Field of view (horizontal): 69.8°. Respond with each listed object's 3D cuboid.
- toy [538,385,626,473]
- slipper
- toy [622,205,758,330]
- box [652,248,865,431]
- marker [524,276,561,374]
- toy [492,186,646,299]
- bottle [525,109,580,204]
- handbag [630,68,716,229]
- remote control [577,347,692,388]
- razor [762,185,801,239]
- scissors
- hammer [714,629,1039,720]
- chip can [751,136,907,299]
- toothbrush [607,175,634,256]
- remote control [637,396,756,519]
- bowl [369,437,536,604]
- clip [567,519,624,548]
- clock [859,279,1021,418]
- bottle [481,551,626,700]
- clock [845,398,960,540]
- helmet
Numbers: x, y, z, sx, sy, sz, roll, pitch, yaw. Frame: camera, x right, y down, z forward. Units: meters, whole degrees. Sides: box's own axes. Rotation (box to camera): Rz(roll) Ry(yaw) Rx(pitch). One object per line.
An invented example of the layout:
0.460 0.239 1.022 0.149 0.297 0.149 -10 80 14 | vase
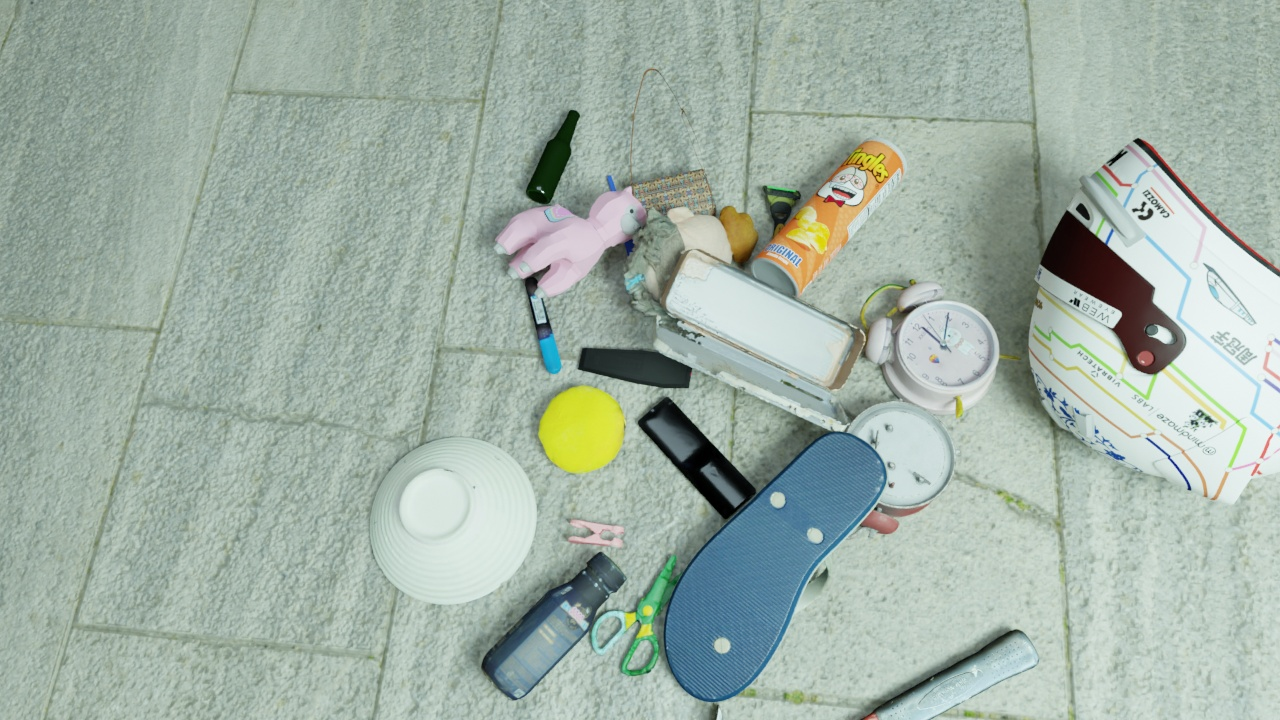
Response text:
-0.061 0.072 0.969 0.094 0.041 0.095 -5 70 7 | toy
0.128 0.195 0.898 0.118 0.060 0.295 39 88 18 | slipper
0.054 -0.116 1.004 0.175 0.133 0.076 -25 31 -25 | toy
0.123 -0.020 0.925 0.217 0.094 0.121 24 87 -10 | box
-0.110 -0.040 1.028 0.018 0.015 0.123 -15 67 -5 | marker
-0.075 -0.141 1.018 0.157 0.067 0.123 -39 45 -13 | toy
-0.100 -0.246 1.094 0.033 0.033 0.122 17 71 10 | bottle
0.026 -0.238 1.057 0.093 0.043 0.195 -11 86 7 | handbag
-0.006 0.006 1.005 0.125 0.010 0.039 8 70 8 | remote control
0.157 -0.132 1.039 0.044 0.021 0.144 7 69 -7 | razor
-0.001 0.244 0.916 0.078 0.013 0.131 23 74 12 | scissors
0.218 0.331 0.856 0.326 0.036 0.140 -25 71 -6 | hammer
0.210 -0.157 1.012 0.062 0.062 0.210 37 70 16 | chip can
-0.013 -0.137 1.062 0.016 0.011 0.186 -15 66 -2 | toothbrush
0.058 0.100 0.961 0.045 0.021 0.140 -40 71 -12 | remote control
-0.198 0.154 0.932 0.177 0.071 0.177 -1 69 3 | bowl
-0.045 0.172 0.942 0.059 0.023 0.039 11 68 2 | clip
0.304 -0.018 0.967 0.116 0.059 0.158 -43 72 -12 | clock
-0.082 0.255 0.893 0.056 0.056 0.160 42 78 17 | bottle
0.243 0.112 0.921 0.156 0.062 0.110 -42 73 -11 | clock
0.488 -0.021 0.863 0.314 0.230 0.237 46 114 12 | helmet
